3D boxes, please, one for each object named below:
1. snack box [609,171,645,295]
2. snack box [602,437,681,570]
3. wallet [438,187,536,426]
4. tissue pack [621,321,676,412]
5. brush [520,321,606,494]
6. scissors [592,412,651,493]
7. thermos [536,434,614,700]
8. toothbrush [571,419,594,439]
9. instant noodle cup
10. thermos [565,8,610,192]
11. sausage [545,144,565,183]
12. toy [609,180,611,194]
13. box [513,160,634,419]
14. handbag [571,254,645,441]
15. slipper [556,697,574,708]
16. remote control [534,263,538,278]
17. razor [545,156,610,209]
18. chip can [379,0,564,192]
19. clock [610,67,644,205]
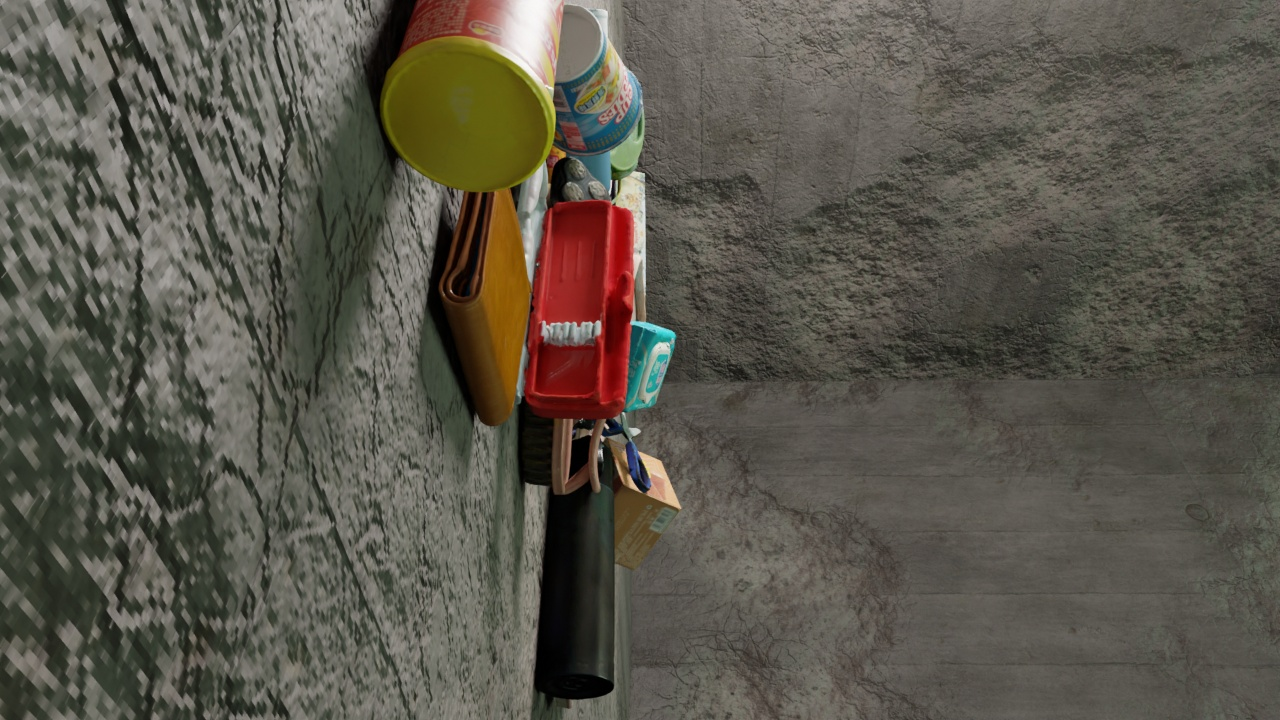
[{"bbox_3d":[-0.038,-0.134,1.234,0.178,0.045,0.182,130,-36,-64],"label":"snack box"},{"bbox_3d":[-0.022,0.155,0.998,0.093,0.077,0.094,-55,-153,17],"label":"snack box"},{"bbox_3d":[-0.085,-0.043,0.533,0.131,0.035,0.118,90,1,-58],"label":"wallet"},{"bbox_3d":[-0.006,0.006,0.968,0.133,0.050,0.093,-5,115,-76],"label":"tissue pack"},{"bbox_3d":[-0.060,0.036,0.750,0.063,0.073,0.145,84,8,-81],"label":"brush"},{"bbox_3d":[-0.014,0.085,0.979,0.162,0.012,0.162,62,10,30],"label":"scissors"},{"bbox_3d":[-0.056,0.185,0.867,0.090,0.068,0.242,109,-16,-52],"label":"thermos"},{"bbox_3d":[-0.070,0.075,0.869,0.188,0.017,0.014,-31,137,-75],"label":"toothbrush"},{"bbox_3d":[-0.056,-0.242,0.782,0.110,0.099,0.099,49,40,-74],"label":"instant noodle cup"},{"bbox_3d":[-0.062,-0.237,0.926,0.070,0.070,0.221,-85,174,-73],"label":"thermos"},{"bbox_3d":[-0.084,-0.239,0.878,0.021,0.021,0.165,-86,175,-69],"label":"sausage"},{"bbox_3d":[-0.065,-0.253,1.111,0.160,0.054,0.121,76,15,-51],"label":"toy"},{"bbox_3d":[-0.051,-0.062,0.687,0.100,0.095,0.200,92,0,-57],"label":"box"},{"bbox_3d":[-0.056,0.007,1.031,0.193,0.093,0.233,81,17,-69],"label":"handbag"},{"bbox_3d":[-0.060,0.258,0.990,0.273,0.054,0.114,-89,178,-65],"label":"slipper"},{"bbox_3d":[-0.082,-0.029,0.815,0.049,0.024,0.125,-86,177,-71],"label":"remote control"},{"bbox_3d":[-0.065,-0.123,0.883,0.168,0.067,0.062,100,-7,-63],"label":"razor"},{"bbox_3d":[-0.071,-0.176,0.443,0.073,0.073,0.216,87,1,-50],"label":"chip can"},{"bbox_3d":[-0.043,-0.252,1.023,0.115,0.056,0.161,-40,127,-54],"label":"clock"}]
